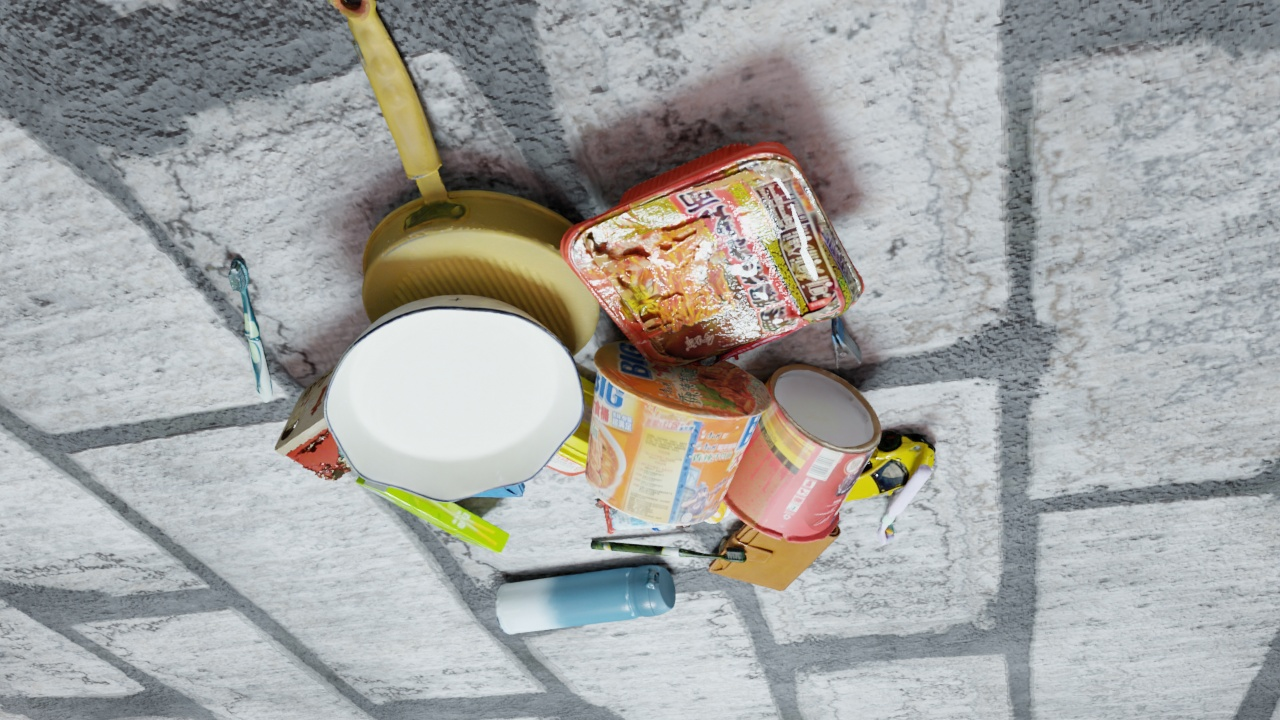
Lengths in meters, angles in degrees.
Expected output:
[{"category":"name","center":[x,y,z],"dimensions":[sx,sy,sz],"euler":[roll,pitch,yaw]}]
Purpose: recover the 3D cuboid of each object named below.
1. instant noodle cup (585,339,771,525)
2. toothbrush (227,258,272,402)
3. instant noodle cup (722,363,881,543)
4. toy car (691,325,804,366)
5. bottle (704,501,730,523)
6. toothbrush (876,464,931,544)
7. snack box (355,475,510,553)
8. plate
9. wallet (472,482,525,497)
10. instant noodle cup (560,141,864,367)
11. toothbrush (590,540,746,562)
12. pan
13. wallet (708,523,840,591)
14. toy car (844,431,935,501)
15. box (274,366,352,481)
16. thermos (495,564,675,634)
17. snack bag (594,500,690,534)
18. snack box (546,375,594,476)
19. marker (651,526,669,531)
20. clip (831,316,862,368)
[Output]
[{"category":"instant noodle cup","center":[0.023,0.061,0.775],"dimensions":[0.151,0.151,0.111],"euler":[12,110,-8]},{"category":"toothbrush","center":[-0.356,-0.020,0.841],"dimensions":[0.016,0.018,0.192],"euler":[9,138,-5]},{"category":"instant noodle cup","center":[0.144,0.078,0.826],"dimensions":[0.138,0.137,0.109],"euler":[17,128,-13]},{"category":"toy car","center":[0.089,-0.032,0.761],"dimensions":[0.121,0.053,0.045],"euler":[-21,155,20]},{"category":"bottle","center":[0.040,0.130,0.938],"dimensions":[0.108,0.063,0.063],"euler":[10,138,-5]},{"category":"toothbrush","center":[0.267,0.147,0.932],"dimensions":[0.021,0.029,0.189],"euler":[17,153,11]},{"category":"snack box","center":[-0.225,0.161,0.997],"dimensions":[0.156,0.026,0.086],"euler":[37,159,-31]},{"category":"plate","center":[-0.150,0.029,0.750],"dimensions":[0.204,0.045,0.205],"euler":[-8,130,-9]},{"category":"wallet","center":[-0.183,0.097,0.942],"dimensions":[0.106,0.040,0.133],"euler":[-2,139,13]},{"category":"instant noodle cup","center":[0.054,-0.082,0.689],"dimensions":[0.189,0.079,0.164],"euler":[-19,132,23]},{"category":"toothbrush","center":[0.029,0.216,1.051],"dimensions":[0.186,0.012,0.017],"euler":[1,127,18]},{"category":"pan","center":[-0.147,-0.115,0.699],"dimensions":[0.198,0.078,0.358],"euler":[-9,143,10]},{"category":"wallet","center":[0.150,0.216,1.049],"dimensions":[0.107,0.031,0.132],"euler":[16,135,-15]},{"category":"toy car","center":[0.218,0.112,0.919],"dimensions":[0.156,0.041,0.071],"euler":[-17,135,19]},{"category":"box","center":[-0.251,0.046,0.850],"dimensions":[0.169,0.091,0.078],"euler":[-30,124,32]},{"category":"thermos","center":[-0.067,0.294,1.128],"dimensions":[0.221,0.070,0.070],"euler":[-11,136,17]},{"category":"snack bag","center":[0.003,0.169,1.009],"dimensions":[0.105,0.026,0.045],"euler":[-8,101,15]},{"category":"snack box","center":[-0.068,0.066,0.867],"dimensions":[0.091,0.081,0.080],"euler":[30,142,-25]},{"category":"marker","center":[0.071,0.159,1.001],"dimensions":[0.146,0.016,0.017],"euler":[-27,129,30]},{"category":"clip","center":[0.174,-0.015,0.798],"dimensions":[0.028,0.024,0.057],"euler":[-10,143,21]}]
